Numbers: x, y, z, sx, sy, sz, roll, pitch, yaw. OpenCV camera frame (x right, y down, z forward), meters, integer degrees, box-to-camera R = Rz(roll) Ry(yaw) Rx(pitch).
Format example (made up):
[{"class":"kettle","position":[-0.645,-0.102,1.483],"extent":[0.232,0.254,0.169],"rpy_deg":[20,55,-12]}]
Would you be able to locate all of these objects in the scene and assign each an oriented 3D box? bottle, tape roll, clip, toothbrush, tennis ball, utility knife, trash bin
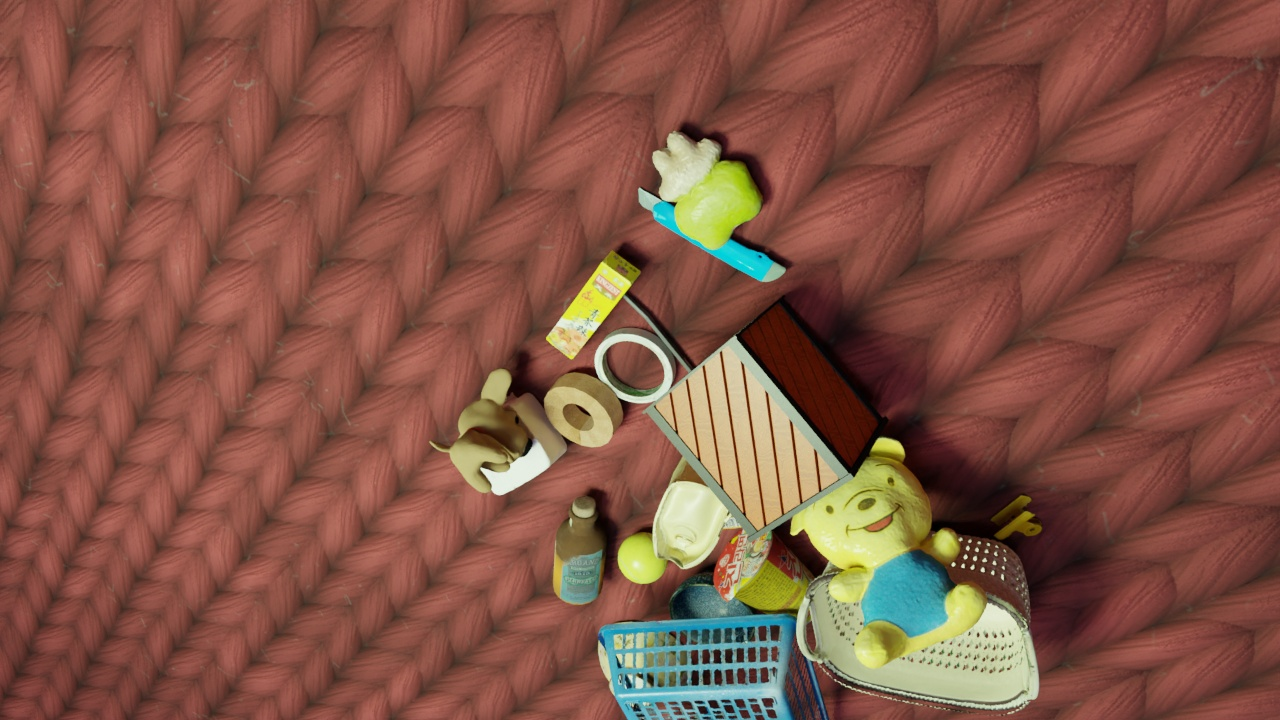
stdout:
[{"class":"bottle","position":[-0.078,0.245,1.210],"extent":[0.068,0.067,0.157],"rpy_deg":[14,124,11]},{"class":"tape roll","position":[-0.069,0.060,1.103],"extent":[0.094,0.027,0.094],"rpy_deg":[18,134,19]},{"class":"clip","position":[0.419,0.177,1.014],"extent":[0.047,0.046,0.054],"rpy_deg":[55,130,26]},{"class":"tape roll","position":[-0.006,0.006,1.065],"extent":[0.094,0.018,0.094],"rpy_deg":[9,123,14]},{"class":"toothbrush","position":[0.014,-0.040,1.032],"extent":[0.013,0.012,0.167],"rpy_deg":[-33,105,25]},{"class":"tennis ball","position":[0.003,0.255,1.187],"extent":[0.065,0.065,0.065],"rpy_deg":[9,123,15]},{"class":"utility knife","position":[0.070,-0.130,0.954],"extent":[0.175,0.015,0.031],"rpy_deg":[31,123,2]},{"class":"trash bin","position":[0.131,0.058,0.949],"extent":[0.172,0.139,0.140],"rpy_deg":[50,124,2]}]

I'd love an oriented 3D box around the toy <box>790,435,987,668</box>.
[{"class":"toy","position":[0.245,0.195,0.933],"extent":[0.149,0.213,0.084],"rpy_deg":[-21,144,-4]}]

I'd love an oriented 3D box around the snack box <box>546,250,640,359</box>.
[{"class":"snack box","position":[-0.054,-0.060,1.022],"extent":[0.040,0.028,0.148],"rpy_deg":[38,134,-4]}]

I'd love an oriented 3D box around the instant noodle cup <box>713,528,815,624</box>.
[{"class":"instant noodle cup","position":[0.164,0.268,1.127],"extent":[0.112,0.100,0.101],"rpy_deg":[37,126,-16]}]

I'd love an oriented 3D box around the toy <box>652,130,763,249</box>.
[{"class":"toy","position":[0.061,-0.173,0.912],"extent":[0.118,0.043,0.092],"rpy_deg":[45,116,-8]}]

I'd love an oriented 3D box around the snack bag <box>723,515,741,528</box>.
[{"class":"snack bag","position":[0.097,0.197,1.144],"extent":[0.099,0.020,0.026],"rpy_deg":[-11,111,26]}]

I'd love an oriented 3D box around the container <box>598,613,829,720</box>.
[{"class":"container","position":[0.109,0.472,1.201],"extent":[0.257,0.089,0.363],"rpy_deg":[-8,131,15]}]

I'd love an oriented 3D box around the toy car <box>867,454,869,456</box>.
[{"class":"toy car","position":[0.229,0.086,1.017],"extent":[0.113,0.040,0.049],"rpy_deg":[37,120,16]}]

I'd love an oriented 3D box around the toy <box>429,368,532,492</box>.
[{"class":"toy","position":[-0.181,0.092,1.067],"extent":[0.106,0.108,0.134],"rpy_deg":[28,119,-5]}]

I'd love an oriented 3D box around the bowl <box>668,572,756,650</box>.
[{"class":"bowl","position":[0.100,0.315,1.192],"extent":[0.114,0.060,0.114],"rpy_deg":[10,123,16]}]

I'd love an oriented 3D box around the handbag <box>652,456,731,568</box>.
[{"class":"handbag","position":[0.067,0.170,1.072],"extent":[0.081,0.119,0.111],"rpy_deg":[21,111,7]}]

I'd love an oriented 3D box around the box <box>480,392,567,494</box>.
[{"class":"box","position":[-0.154,0.096,1.166],"extent":[0.107,0.095,0.102],"rpy_deg":[-32,92,29]}]

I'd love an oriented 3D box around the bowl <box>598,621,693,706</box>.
[{"class":"bowl","position":[-0.001,0.447,1.309],"extent":[0.145,0.063,0.145],"rpy_deg":[9,124,13]}]

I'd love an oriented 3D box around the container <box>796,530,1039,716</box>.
[{"class":"container","position":[0.316,0.284,1.030],"extent":[0.252,0.142,0.185],"rpy_deg":[1,122,29]}]
